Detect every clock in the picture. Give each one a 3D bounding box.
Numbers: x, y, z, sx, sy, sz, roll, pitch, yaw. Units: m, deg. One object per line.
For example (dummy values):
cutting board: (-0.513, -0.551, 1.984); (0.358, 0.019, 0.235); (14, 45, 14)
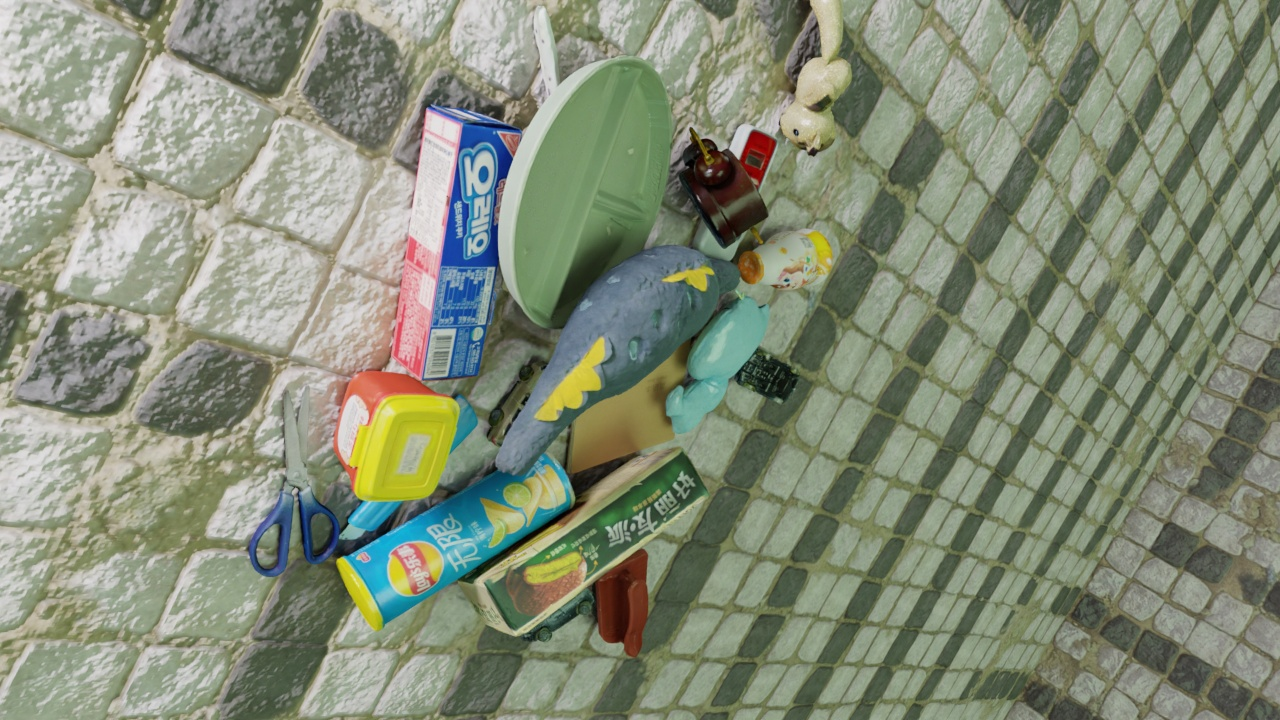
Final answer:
clock: (0.072, -0.161, 0.849); (0.055, 0.082, 0.122); (-31, 119, 6)

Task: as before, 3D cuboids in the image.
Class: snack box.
snack box: (-0.056, 0.173, 0.905); (0.239, 0.115, 0.063); (-32, 94, -26)
snack box: (-0.145, -0.088, 0.714); (0.057, 0.058, 0.208); (-5, 118, -41)
snack box: (-0.201, 0.057, 0.733); (0.081, 0.080, 0.091); (5, 110, -45)

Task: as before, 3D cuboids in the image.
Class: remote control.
remote control: (0.096, -0.166, 0.919); (0.055, 0.020, 0.136); (9, 107, -46)

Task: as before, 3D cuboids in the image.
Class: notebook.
notebook: (-0.006, 0.005, 0.936); (0.149, 0.012, 0.212); (-14, 123, -39)

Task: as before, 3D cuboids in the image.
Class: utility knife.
utility knife: (-0.203, 0.098, 0.803); (0.161, 0.018, 0.034); (-47, 134, -8)

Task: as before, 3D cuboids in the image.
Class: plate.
plate: (-0.042, -0.136, 0.756); (0.229, 0.027, 0.231); (-47, 150, -38)

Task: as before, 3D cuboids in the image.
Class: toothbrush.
toothbrush: (-0.063, -0.197, 0.757); (0.017, 0.016, 0.188); (-37, 135, -32)

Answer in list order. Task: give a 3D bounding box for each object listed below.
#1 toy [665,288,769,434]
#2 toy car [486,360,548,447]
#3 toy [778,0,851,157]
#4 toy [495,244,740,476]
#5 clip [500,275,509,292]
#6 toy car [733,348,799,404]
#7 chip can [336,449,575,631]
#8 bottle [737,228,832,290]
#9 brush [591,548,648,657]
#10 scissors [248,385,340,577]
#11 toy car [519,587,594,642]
toy: (0.083, -0.002, 0.981); (0.161, 0.050, 0.157); (-33, 147, -38)
toy car: (-0.104, 0.044, 0.850); (0.042, 0.035, 0.090); (35, 86, -49)
toy: (0.174, -0.283, 0.899); (0.105, 0.066, 0.157); (-69, 164, -65)
toy: (0.003, -0.034, 0.808); (0.355, 0.091, 0.138); (-40, 159, -42)
clip: (-0.110, -0.109, 0.749); (0.034, 0.070, 0.100); (-2, 108, -44)
toy car: (0.147, 0.018, 1.068); (0.105, 0.031, 0.049); (24, 97, -46)
chip can: (-0.163, 0.158, 0.835); (0.209, 0.071, 0.071); (-29, 131, -28)
bottle: (0.153, -0.105, 0.978); (0.108, 0.063, 0.063); (-13, 122, -37)
brush: (-0.020, 0.273, 1.028); (0.063, 0.069, 0.146); (-21, 135, -25)
scissors: (-0.285, 0.101, 0.733); (0.126, 0.012, 0.174); (-36, 133, -22)
toy car: (-0.093, 0.273, 0.993); (0.090, 0.043, 0.034); (-29, 104, -32)
